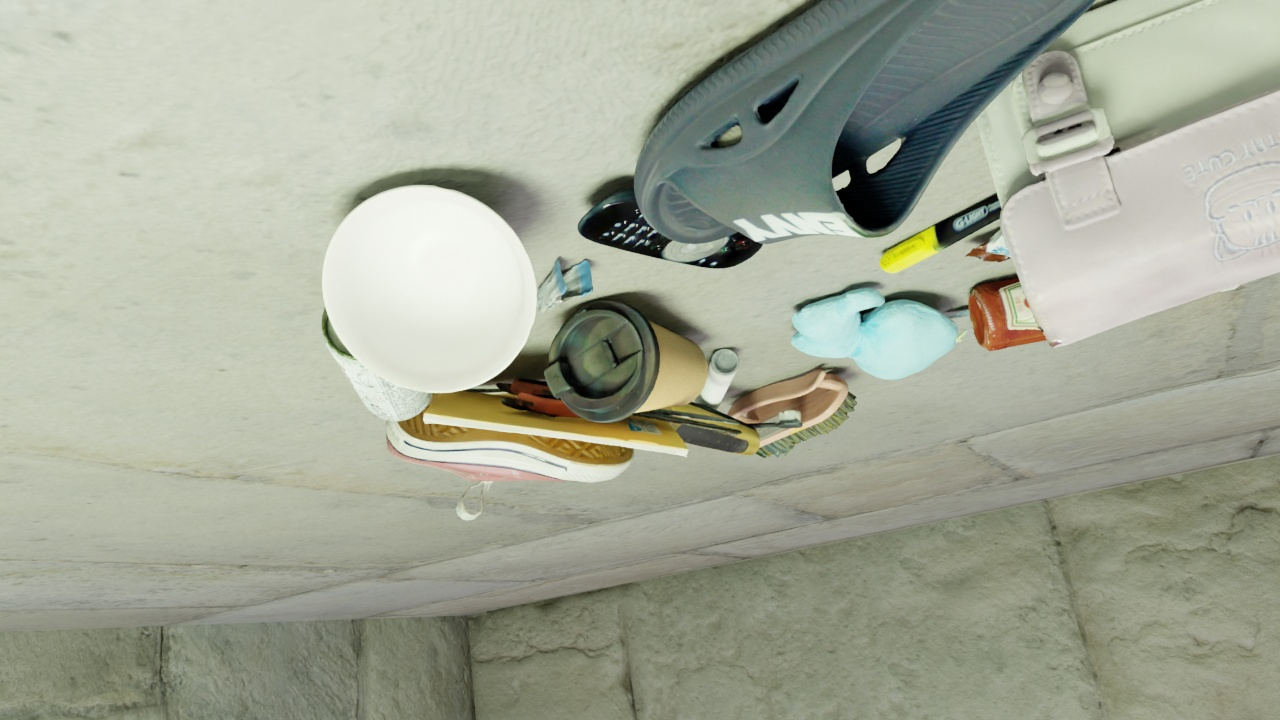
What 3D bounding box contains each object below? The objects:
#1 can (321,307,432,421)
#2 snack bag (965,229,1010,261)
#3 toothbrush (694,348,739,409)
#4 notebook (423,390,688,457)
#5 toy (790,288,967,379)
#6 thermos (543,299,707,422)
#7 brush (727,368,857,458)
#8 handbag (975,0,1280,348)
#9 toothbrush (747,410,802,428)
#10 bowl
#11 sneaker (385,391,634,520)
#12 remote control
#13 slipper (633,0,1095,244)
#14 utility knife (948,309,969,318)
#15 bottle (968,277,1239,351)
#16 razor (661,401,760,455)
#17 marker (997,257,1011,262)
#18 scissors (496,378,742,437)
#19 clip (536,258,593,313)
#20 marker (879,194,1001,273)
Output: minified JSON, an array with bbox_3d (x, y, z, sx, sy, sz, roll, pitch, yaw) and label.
[{"bbox_3d":[-0.187,-0.002,0.665,0.058,0.058,0.147,-6,162,-8],"label":"can"},{"bbox_3d":[0.286,-0.094,0.652,0.045,0.026,0.106,2,161,-37],"label":"snack bag"},{"bbox_3d":[0.072,0.037,0.944,0.026,0.026,0.221,9,161,0],"label":"toothbrush"},{"bbox_3d":[-0.071,0.049,0.776,0.206,0.010,0.146,8,-175,-7],"label":"notebook"},{"bbox_3d":[0.209,-0.022,0.798,0.156,0.049,0.161,-3,154,7],"label":"toy"},{"bbox_3d":[-0.004,0.004,0.731,0.093,0.093,0.143,-18,167,26],"label":"thermos"},{"bbox_3d":[0.162,0.052,0.985,0.073,0.063,0.146,36,140,-22],"label":"brush"},{"bbox_3d":[0.267,-0.105,0.427,0.197,0.144,0.098,-18,162,24],"label":"handbag"},{"bbox_3d":[0.083,0.068,0.976,0.181,0.018,0.015,-6,160,23],"label":"toothbrush"},{"bbox_3d":[-0.115,-0.048,0.531,0.118,0.118,0.064,-10,-159,5],"label":"bowl"},{"bbox_3d":[-0.127,0.085,0.881,0.240,0.118,0.088,7,139,-24],"label":"sneaker"},{"bbox_3d":[0.020,-0.083,0.568,0.136,0.024,0.053,8,150,-41],"label":"remote control"},{"bbox_3d":[0.100,-0.109,0.432,0.110,0.083,0.269,8,152,-41],"label":"slipper"},{"bbox_3d":[0.366,-0.049,0.837,0.177,0.015,0.033,-7,159,-4],"label":"utility knife"},{"bbox_3d":[0.384,-0.055,0.763,0.206,0.059,0.060,-12,161,9],"label":"bottle"},{"bbox_3d":[0.046,0.064,0.912,0.167,0.067,0.062,19,124,-26],"label":"razor"},{"bbox_3d":[0.312,-0.098,0.668,0.018,0.015,0.124,10,156,-34],"label":"marker"},{"bbox_3d":[-0.025,0.041,0.799,0.224,0.015,0.189,6,-174,-41],"label":"scissors"},{"bbox_3d":[-0.058,-0.050,0.637,0.044,0.027,0.058,-5,167,-33],"label":"clip"},{"bbox_3d":[0.219,-0.092,0.641,0.015,0.018,0.124,1,159,-41],"label":"marker"}]
